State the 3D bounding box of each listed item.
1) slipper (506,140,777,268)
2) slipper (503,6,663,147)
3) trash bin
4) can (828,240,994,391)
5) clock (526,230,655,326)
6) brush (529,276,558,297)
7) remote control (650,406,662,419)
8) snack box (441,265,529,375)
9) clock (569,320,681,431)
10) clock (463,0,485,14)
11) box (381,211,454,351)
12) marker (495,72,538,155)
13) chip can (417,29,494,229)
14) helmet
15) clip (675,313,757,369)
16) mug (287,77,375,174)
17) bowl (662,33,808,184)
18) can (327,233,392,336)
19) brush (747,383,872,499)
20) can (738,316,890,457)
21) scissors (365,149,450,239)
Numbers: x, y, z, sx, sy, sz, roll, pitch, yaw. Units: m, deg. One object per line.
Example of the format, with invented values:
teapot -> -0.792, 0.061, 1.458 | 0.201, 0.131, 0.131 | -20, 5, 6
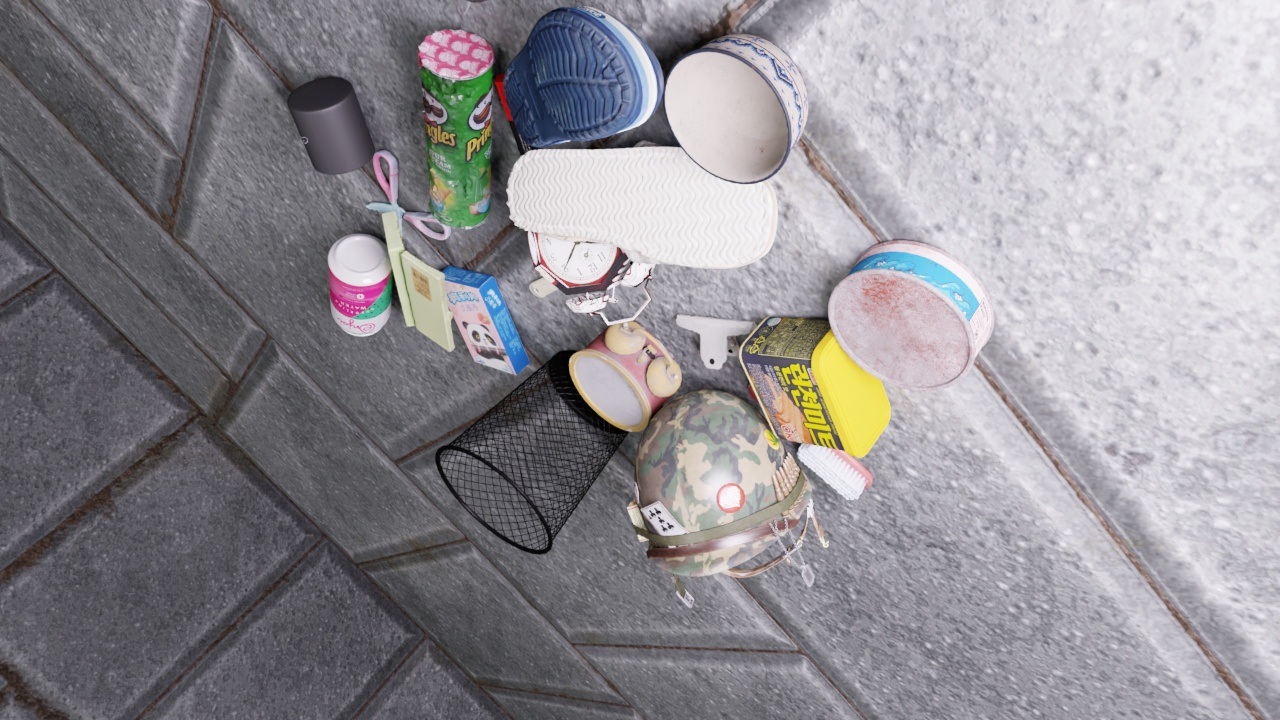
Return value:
slipper -> -0.003, -0.146, 0.854 | 0.273, 0.053, 0.114 | 13, 107, 23
slipper -> -0.047, -0.246, 0.796 | 0.253, 0.095, 0.105 | 14, 123, 63
trash bin -> -0.122, 0.107, 1.179 | 0.184, 0.209, 0.184 | 28, 146, 21
can -> 0.229, -0.037, 0.783 | 0.130, 0.044, 0.130 | 28, 146, 21
clock -> -0.043, -0.110, 0.944 | 0.115, 0.064, 0.154 | -29, 93, 27
brush -> -0.077, -0.104, 1.067 | 0.033, 0.012, 0.218 | 50, 149, -14
remote control -> 0.012, 0.059, 1.162 | 0.150, 0.013, 0.035 | 48, 147, -11
snack box -> -0.214, -0.054, 1.253 | 0.088, 0.033, 0.154 | 16, 139, 35
clock -> -0.006, 0.006, 1.054 | 0.117, 0.081, 0.159 | 45, 150, 0
clock -> -0.150, -0.363, 0.801 | 0.091, 0.043, 0.123 | 52, 147, -16
box -> -0.308, -0.099, 1.252 | 0.140, 0.048, 0.188 | 48, 156, 18
marker -> -0.119, -0.227, 0.954 | 0.023, 0.021, 0.145 | 53, 165, 48
chip can -> -0.194, -0.236, 0.975 | 0.075, 0.075, 0.224 | 34, 147, 13
helmet -> 0.087, 0.157, 1.004 | 0.193, 0.223, 0.236 | -16, 126, 21
clip -> 0.086, -0.022, 0.983 | 0.102, 0.040, 0.054 | 10, 118, 42
mug -> -0.380, -0.293, 1.116 | 0.113, 0.078, 0.088 | 51, 159, 39
bowl -> 0.082, -0.205, 0.726 | 0.115, 0.059, 0.116 | 28, 146, 21
can -> -0.411, -0.108, 1.348 | 0.088, 0.088, 0.166 | 38, 148, 6
brush -> 0.179, 0.088, 1.001 | 0.172, 0.030, 0.041 | 41, 148, 2
can -> 0.169, 0.022, 0.895 | 0.101, 0.072, 0.131 | 7, 135, 46
scissors -> -0.306, -0.195, 1.202 | 0.168, 0.014, 0.171 | 36, 147, 10
